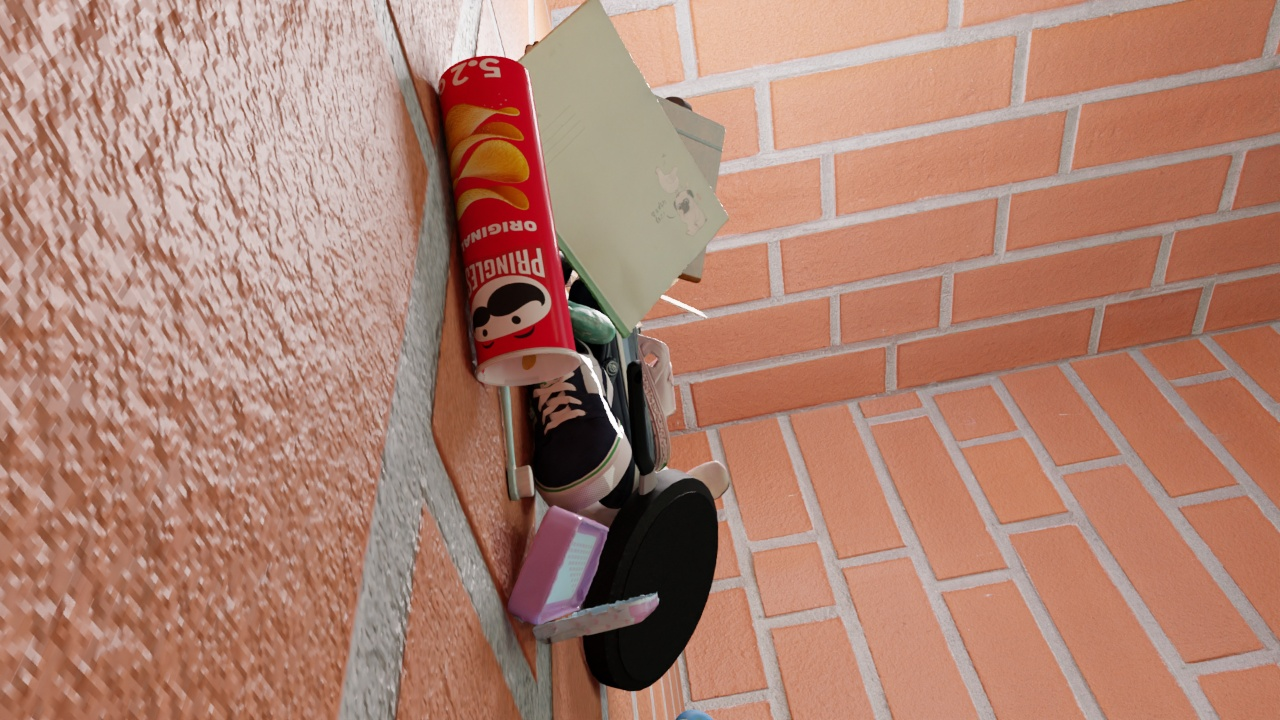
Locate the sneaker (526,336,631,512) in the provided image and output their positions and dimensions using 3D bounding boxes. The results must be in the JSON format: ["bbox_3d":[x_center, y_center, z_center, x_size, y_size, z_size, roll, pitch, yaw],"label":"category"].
[{"bbox_3d":[-0.064,0.043,0.777,0.079,0.084,0.235,61,6,-23],"label":"sneaker"}]

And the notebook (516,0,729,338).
[{"bbox_3d":[-0.029,-0.171,0.830,0.010,0.181,0.252,5,-42,51],"label":"notebook"}]

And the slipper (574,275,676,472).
[{"bbox_3d":[-0.006,0.006,1.029,0.094,0.064,0.239,-31,-103,58],"label":"slipper"}]

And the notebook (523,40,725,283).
[{"bbox_3d":[-0.024,-0.186,0.852,0.014,0.249,0.178,5,-95,51],"label":"notebook"}]

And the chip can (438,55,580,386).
[{"bbox_3d":[-0.093,-0.097,0.633,0.069,0.069,0.220,74,5,-74],"label":"chip can"}]

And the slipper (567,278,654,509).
[{"bbox_3d":[-0.052,0.036,0.966,0.105,0.095,0.253,7,-75,55],"label":"slipper"}]

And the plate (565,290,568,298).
[{"bbox_3d":[-0.086,-0.017,1.088,0.182,0.034,0.182,-5,84,-89],"label":"plate"}]

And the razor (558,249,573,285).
[{"bbox_3d":[-0.102,-0.091,0.855,0.151,0.067,0.054,-36,149,-75],"label":"razor"}]

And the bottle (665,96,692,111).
[{"bbox_3d":[0.039,-0.246,1.044,0.112,0.047,0.047,82,-1,-53],"label":"bottle"}]

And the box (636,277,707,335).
[{"bbox_3d":[-0.011,-0.070,1.296,0.143,0.191,0.069,-118,-165,-71],"label":"box"}]

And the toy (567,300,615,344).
[{"bbox_3d":[-0.065,-0.041,0.872,0.105,0.085,0.033,24,-93,53],"label":"toy"}]

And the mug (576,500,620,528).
[{"bbox_3d":[-0.012,0.185,1.026,0.082,0.106,0.082,-6,85,-88],"label":"mug"}]

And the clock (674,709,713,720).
[{"bbox_3d":[0.027,0.392,0.893,0.162,0.116,0.060,84,-13,-49],"label":"clock"}]

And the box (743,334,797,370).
[{"bbox_3d":[0.009,-0.099,1.011,0.325,0.153,0.213,49,2,-4],"label":"box"}]

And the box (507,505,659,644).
[{"bbox_3d":[-0.040,0.162,0.653,0.096,0.077,0.214,48,-6,12],"label":"box"}]

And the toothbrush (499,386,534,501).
[{"bbox_3d":[-0.098,0.017,0.680,0.016,0.016,0.180,76,3,-65],"label":"toothbrush"}]

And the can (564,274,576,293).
[{"bbox_3d":[-0.091,-0.071,1.212,0.038,0.038,0.079,77,3,-60],"label":"can"}]

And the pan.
[{"bbox_3d":[0.014,0.164,0.901,0.224,0.034,0.357,-36,130,-48],"label":"pan"}]

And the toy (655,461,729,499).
[{"bbox_3d":[-0.009,0.144,1.098,0.194,0.159,0.084,36,23,-20],"label":"toy"}]
